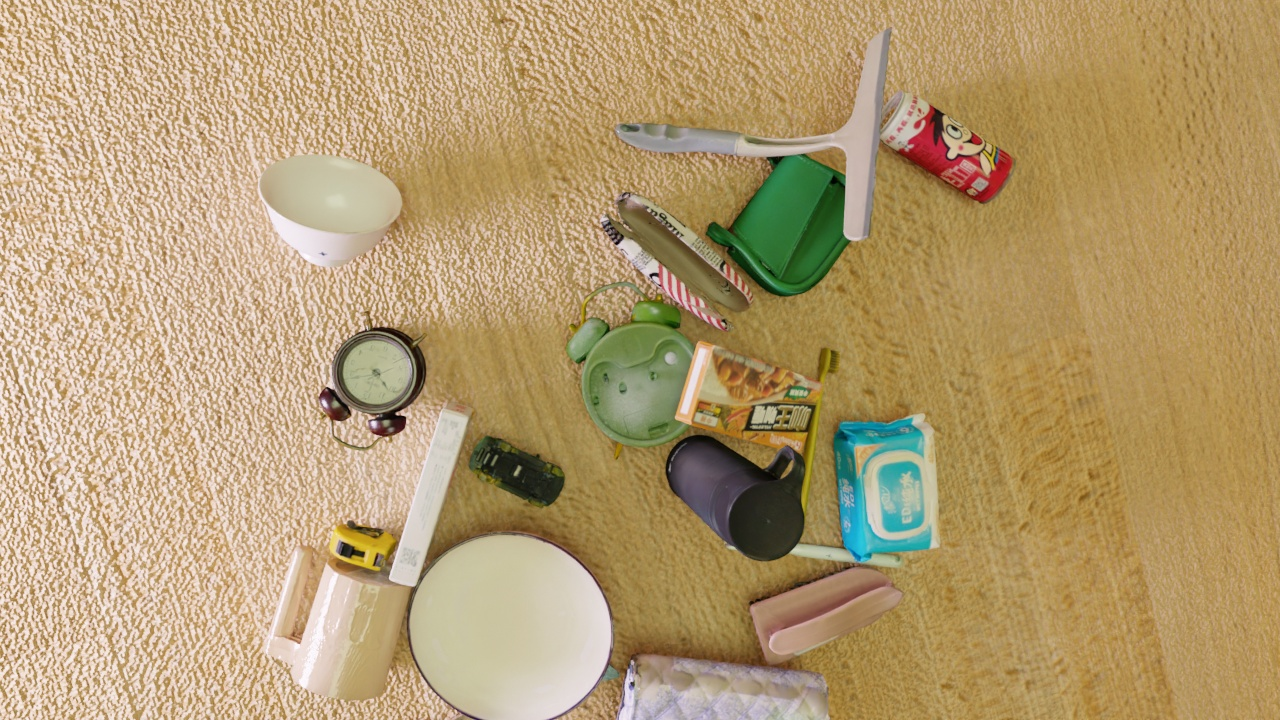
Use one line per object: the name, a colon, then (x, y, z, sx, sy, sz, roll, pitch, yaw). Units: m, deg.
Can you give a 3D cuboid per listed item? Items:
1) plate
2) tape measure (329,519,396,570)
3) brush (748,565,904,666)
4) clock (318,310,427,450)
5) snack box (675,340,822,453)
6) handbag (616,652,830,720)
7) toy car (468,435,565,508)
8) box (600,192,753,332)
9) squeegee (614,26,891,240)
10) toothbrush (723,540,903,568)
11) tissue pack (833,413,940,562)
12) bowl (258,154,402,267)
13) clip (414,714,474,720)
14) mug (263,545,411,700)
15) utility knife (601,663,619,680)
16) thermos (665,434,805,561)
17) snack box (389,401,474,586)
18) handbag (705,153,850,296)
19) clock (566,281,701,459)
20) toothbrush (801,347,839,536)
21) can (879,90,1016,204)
plate: (-0.119, 0.246, 0.859, 0.192, 0.039, 0.192, 0, 100, 2)
tape measure: (-0.253, 0.166, 0.838, 0.057, 0.060, 0.029, 17, 92, -3)
brush: (0.183, 0.245, 0.897, 0.145, 0.073, 0.063, -18, 95, -8)
clock: (-0.242, 0.022, 0.832, 0.082, 0.055, 0.122, 22, 87, -9)
snack box: (0.104, 0.037, 0.864, 0.153, 0.026, 0.075, 18, 89, -37)
handbag: (0.071, 0.348, 0.877, 0.194, 0.075, 0.134, 9, 115, -10)
toy car: (-0.116, 0.103, 0.865, 0.091, 0.036, 0.043, 28, 88, -8)
box: (0.040, -0.100, 0.863, 0.163, 0.074, 0.077, 38, 95, -7)
squeegee: (0.097, -0.204, 0.847, 0.247, 0.039, 0.245, 4, 61, 17)
toothbrush: (0.175, 0.190, 0.919, 0.189, 0.029, 0.020, 10, 134, -10)
tissue pack: (0.243, 0.124, 0.902, 0.090, 0.063, 0.140, -6, 94, -8)
bowl: (-0.275, -0.123, 0.809, 0.118, 0.118, 0.065, 16, 129, -9)
clip: (-0.196, 0.357, 0.869, 0.097, 0.060, 0.034, -16, 94, 4)
mug: (-0.277, 0.235, 0.835, 0.125, 0.084, 0.103, 16, 89, 18)
utility knife: (-0.090, 0.255, 0.891, 0.178, 0.019, 0.031, 43, 93, -12)
thermos: (0.083, 0.105, 0.789, 0.068, 0.242, 0.090, 41, 86, -9)
snack box: (-0.188, 0.117, 0.831, 0.027, 0.085, 0.157, 18, 90, -7)
handbag: (0.142, -0.133, 0.878, 0.120, 0.068, 0.131, 38, 89, 0)
clock: (-0.005, 0.005, 0.865, 0.116, 0.056, 0.161, -19, 96, -7)
toothbrush: (0.174, 0.082, 0.915, 0.016, 0.016, 0.190, 9, 92, -15)
can: (0.295, -0.208, 0.896, 0.132, 0.053, 0.053, 29, 89, -8)
